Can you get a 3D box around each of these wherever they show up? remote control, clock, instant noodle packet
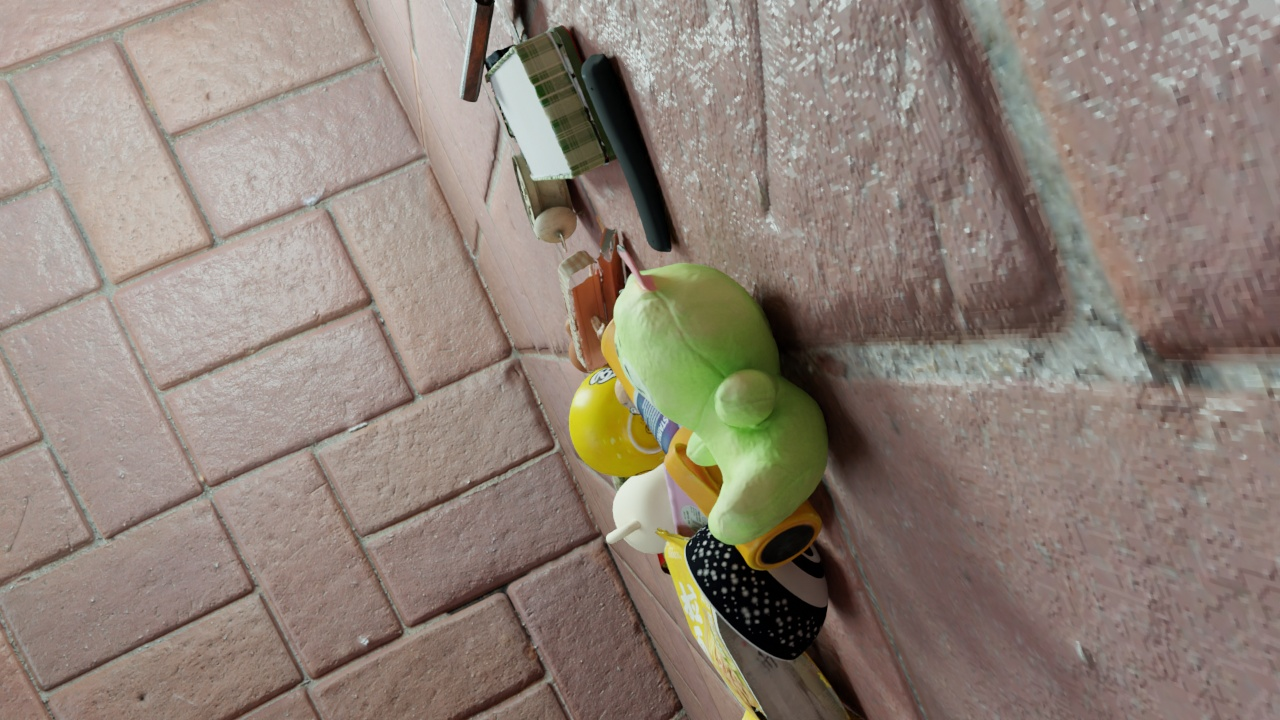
[{"bbox_3d":[-0.009,-0.151,0.681,0.152,0.020,0.041,68,171,-23],"label":"remote control"},{"bbox_3d":[-0.095,-0.167,0.976,0.093,0.054,0.140,83,166,-54],"label":"clock"},{"bbox_3d":[0.091,0.255,0.861,0.221,0.084,0.163,56,169,-2],"label":"instant noodle packet"}]

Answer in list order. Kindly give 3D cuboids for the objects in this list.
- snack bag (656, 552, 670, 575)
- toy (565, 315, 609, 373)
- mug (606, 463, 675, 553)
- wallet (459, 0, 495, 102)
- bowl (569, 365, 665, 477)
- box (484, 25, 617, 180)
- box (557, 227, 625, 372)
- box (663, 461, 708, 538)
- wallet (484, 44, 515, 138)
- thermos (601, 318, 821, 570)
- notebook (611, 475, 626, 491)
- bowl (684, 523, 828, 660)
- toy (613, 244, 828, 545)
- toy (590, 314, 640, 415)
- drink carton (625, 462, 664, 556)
[{"bbox_3d":[0.031,0.183,1.232,0.139,0.066,0.207,70,179,-56],"label":"snack bag"},{"bbox_3d":[-0.049,-0.021,1.113,0.095,0.065,0.128,57,161,0],"label":"toy"},{"bbox_3d":[0.016,0.170,1.029,0.096,0.120,0.100,59,158,7],"label":"mug"},{"bbox_3d":[-0.149,-0.306,0.850,0.123,0.019,0.072,120,156,-57],"label":"wallet"},{"bbox_3d":[-0.006,0.063,0.928,0.068,0.117,0.117,4,120,59],"label":"bowl"},{"bbox_3d":[-0.082,-0.218,0.808,0.118,0.051,0.205,64,171,-15],"label":"box"},{"bbox_3d":[-0.039,-0.057,0.913,0.041,0.082,0.187,50,163,25],"label":"box"},{"bbox_3d":[0.050,0.122,0.883,0.146,0.077,0.202,58,168,32],"label":"box"},{"bbox_3d":[-0.131,-0.278,0.958,0.115,0.026,0.089,-144,35,-69],"label":"wallet"},{"bbox_3d":[0.043,0.054,0.700,0.076,0.091,0.232,92,153,-47],"label":"thermos"},{"bbox_3d":[-0.029,0.118,1.219,0.252,0.010,0.182,-82,-27,-81],"label":"notebook"},{"bbox_3d":[0.100,0.161,0.706,0.120,0.066,0.120,38,-165,-12],"label":"bowl"},{"bbox_3d":[0.049,0.014,0.577,0.150,0.107,0.196,82,169,-75],"label":"toy"},{"bbox_3d":[-0.005,0.005,0.868,0.085,0.074,0.106,-161,55,-69],"label":"toy"},{"bbox_3d":[0.036,0.182,1.116,0.134,0.058,0.043,63,155,13],"label":"drink carton"}]
